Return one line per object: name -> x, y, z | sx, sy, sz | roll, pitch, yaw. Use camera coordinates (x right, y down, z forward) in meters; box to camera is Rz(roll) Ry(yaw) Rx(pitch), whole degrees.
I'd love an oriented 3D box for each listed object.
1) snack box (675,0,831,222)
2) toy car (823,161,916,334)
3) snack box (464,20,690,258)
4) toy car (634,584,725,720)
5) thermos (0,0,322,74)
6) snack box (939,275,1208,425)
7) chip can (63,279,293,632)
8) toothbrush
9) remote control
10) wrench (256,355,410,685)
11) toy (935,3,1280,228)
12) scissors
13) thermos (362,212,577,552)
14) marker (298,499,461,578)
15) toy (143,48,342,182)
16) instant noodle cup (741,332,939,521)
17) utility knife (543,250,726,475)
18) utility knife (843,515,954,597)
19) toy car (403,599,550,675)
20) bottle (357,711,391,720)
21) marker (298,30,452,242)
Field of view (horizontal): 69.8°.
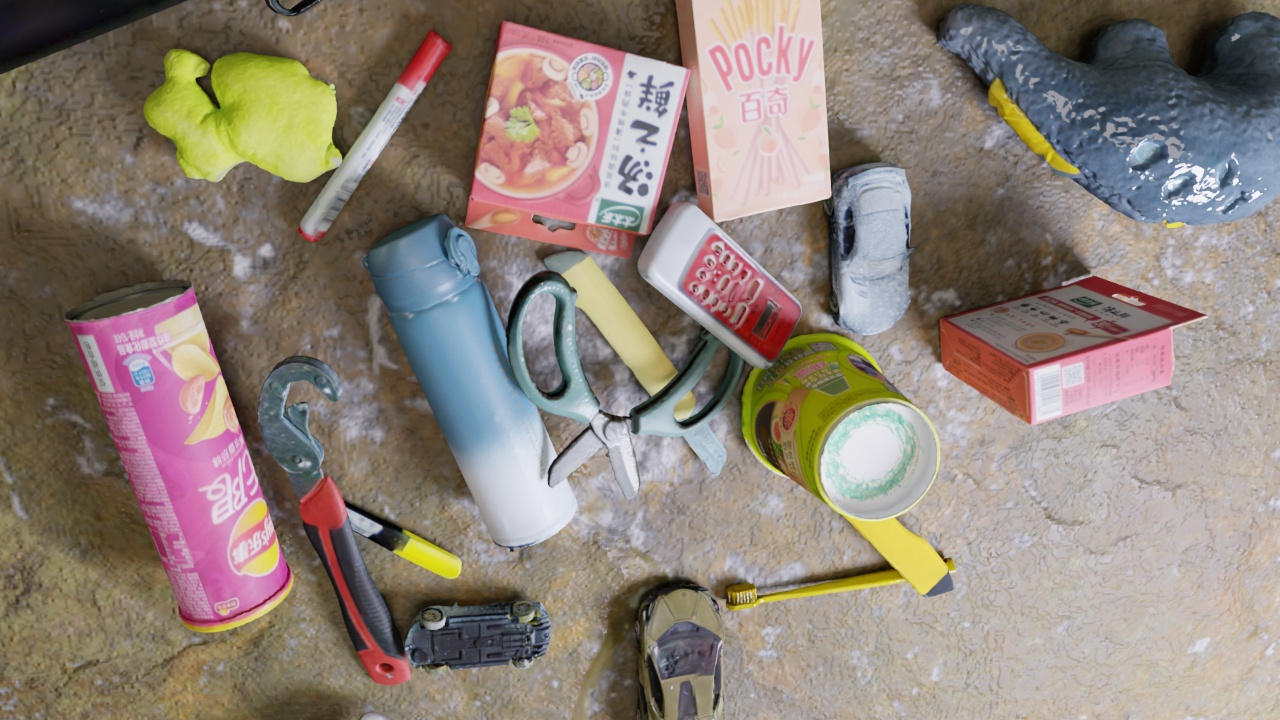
snack box -> 0.071, -0.171, 0.569 | 0.084, 0.026, 0.157 | -14, 113, -14
toy car -> 0.157, -0.074, 0.623 | 0.054, 0.036, 0.121 | -10, 115, -8
snack box -> -0.041, -0.128, 0.557 | 0.113, 0.044, 0.127 | 9, 108, -15
toy car -> 0.031, 0.247, 0.716 | 0.070, 0.042, 0.158 | -7, 109, -9
thermos -> -0.273, -0.195, 0.471 | 0.242, 0.068, 0.090 | -21, 108, -3
snack box -> 0.292, -0.010, 0.631 | 0.127, 0.113, 0.044 | -15, 111, -6
chip can -> -0.279, 0.060, 0.566 | 0.071, 0.071, 0.211 | -11, 111, -7
toothbrush -> 0.159, 0.174, 0.726 | 0.190, 0.015, 0.016 | -7, 105, -9
remote control -> 0.055, -0.046, 0.596 | 0.136, 0.020, 0.056 | 36, 82, -37
wrench -> -0.203, 0.120, 0.622 | 0.056, 0.016, 0.274 | -5, 117, 3
toy -> 0.364, -0.159, 0.611 | 0.356, 0.091, 0.137 | 1, 82, -13
scissors -> -0.004, 0.003, 0.601 | 0.169, 0.019, 0.171 | -30, 114, -22
thermos -> -0.105, 0.016, 0.586 | 0.070, 0.070, 0.220 | -21, 113, -3
marker -> -0.180, 0.119, 0.639 | 0.124, 0.015, 0.018 | 32, 108, -17
toy -> -0.224, -0.140, 0.523 | 0.100, 0.031, 0.097 | -30, 111, 1
instant noodle cup -> 0.135, 0.047, 0.609 | 0.111, 0.123, 0.112 | -2, 103, -8
utility knife -> 0.005, 0.004, 0.630 | 0.031, 0.021, 0.204 | -35, 106, 7
utility knife -> 0.169, 0.110, 0.701 | 0.033, 0.015, 0.216 | -45, 106, -1
toy car -> -0.119, 0.200, 0.671 | 0.105, 0.031, 0.049 | -1, 110, -12
bottle -> -0.248, 0.338, 0.677 | 0.068, 0.068, 0.190 | 37, 99, -21
marker -> -0.159, -0.132, 0.547 | 0.017, 0.017, 0.145 | 34, 101, -21
